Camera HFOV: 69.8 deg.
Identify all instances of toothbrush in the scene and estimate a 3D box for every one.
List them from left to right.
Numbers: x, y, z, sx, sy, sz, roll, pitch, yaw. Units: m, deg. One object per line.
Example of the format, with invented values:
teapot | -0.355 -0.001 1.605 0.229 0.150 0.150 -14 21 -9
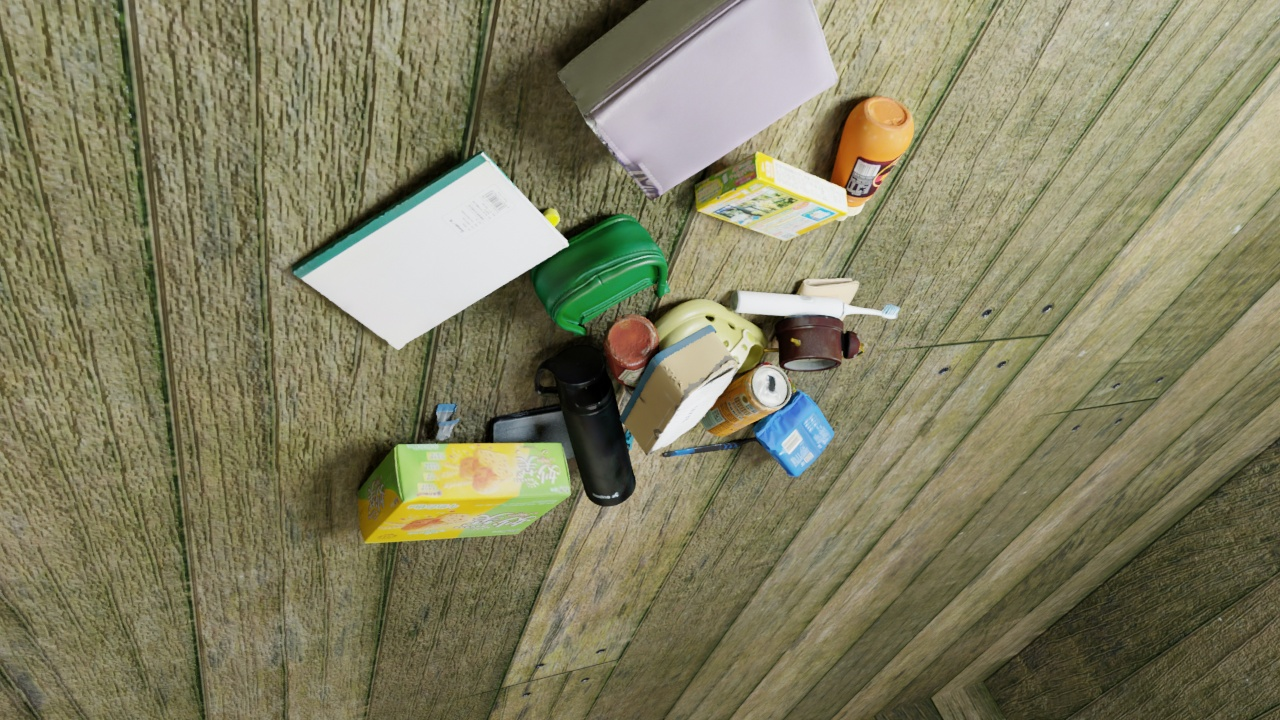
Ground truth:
toothbrush | 0.118 0.127 1.333 0.189 0.016 0.014 -6 132 -24
toothbrush | 0.214 -0.064 1.105 0.220 0.026 0.026 3 133 -17

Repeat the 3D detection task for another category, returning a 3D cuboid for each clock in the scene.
clock | 0.216 -0.018 1.114 0.121 0.055 0.082 8 163 -26

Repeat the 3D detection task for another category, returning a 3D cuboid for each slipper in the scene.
slipper | 0.093 -0.012 1.091 0.190 0.081 0.092 14 126 -45

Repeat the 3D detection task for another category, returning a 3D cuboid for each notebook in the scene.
notebook | -0.191 -0.096 0.854 0.209 0.012 0.150 -28 144 12

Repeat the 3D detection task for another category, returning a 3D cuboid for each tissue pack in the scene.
tissue pack | 0.221 0.105 1.322 0.095 0.052 0.157 -45 142 -2

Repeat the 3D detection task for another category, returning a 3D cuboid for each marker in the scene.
marker | -0.122 -0.104 0.901 0.018 0.015 0.124 22 126 -41

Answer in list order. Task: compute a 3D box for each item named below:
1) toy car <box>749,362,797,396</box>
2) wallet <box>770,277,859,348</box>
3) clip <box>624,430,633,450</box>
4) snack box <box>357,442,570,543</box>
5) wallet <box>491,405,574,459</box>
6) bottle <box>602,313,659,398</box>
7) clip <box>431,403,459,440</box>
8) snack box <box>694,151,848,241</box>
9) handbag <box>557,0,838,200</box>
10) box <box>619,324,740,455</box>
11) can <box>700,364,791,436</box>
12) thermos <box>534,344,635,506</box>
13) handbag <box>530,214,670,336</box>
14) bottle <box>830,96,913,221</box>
toy car | 0.170 0.031 1.229 0.049 0.031 0.106 -37 145 15
wallet | 0.222 -0.058 1.158 0.087 0.024 0.115 -2 137 -21
clip | -0.021 0.104 1.222 0.039 0.013 0.056 -16 142 -12
snack box | -0.210 0.157 1.091 0.209 0.070 0.158 3 152 -32
wallet | -0.127 0.094 1.143 0.120 0.019 0.097 -10 139 -19
bottle | -0.006 0.006 1.033 0.059 0.059 0.206 -23 164 -4
clip | -0.227 0.075 1.057 0.027 0.045 0.058 -6 149 -30
snack box | 0.134 -0.164 0.934 0.140 0.033 0.087 8 161 -40
handbag | 0.051 -0.239 0.764 0.197 0.098 0.145 -34 142 9
box | 0.041 0.033 0.993 0.089 0.059 0.185 -29 161 -29
can | 0.130 0.053 1.165 0.058 0.058 0.146 -6 165 -25
thermos | -0.065 0.081 1.105 0.090 0.068 0.243 5 139 15
handbag | -0.036 -0.079 0.934 0.131 0.068 0.120 -30 153 4
bottle | 0.230 -0.201 0.955 0.066 0.066 0.150 -12 149 -18
